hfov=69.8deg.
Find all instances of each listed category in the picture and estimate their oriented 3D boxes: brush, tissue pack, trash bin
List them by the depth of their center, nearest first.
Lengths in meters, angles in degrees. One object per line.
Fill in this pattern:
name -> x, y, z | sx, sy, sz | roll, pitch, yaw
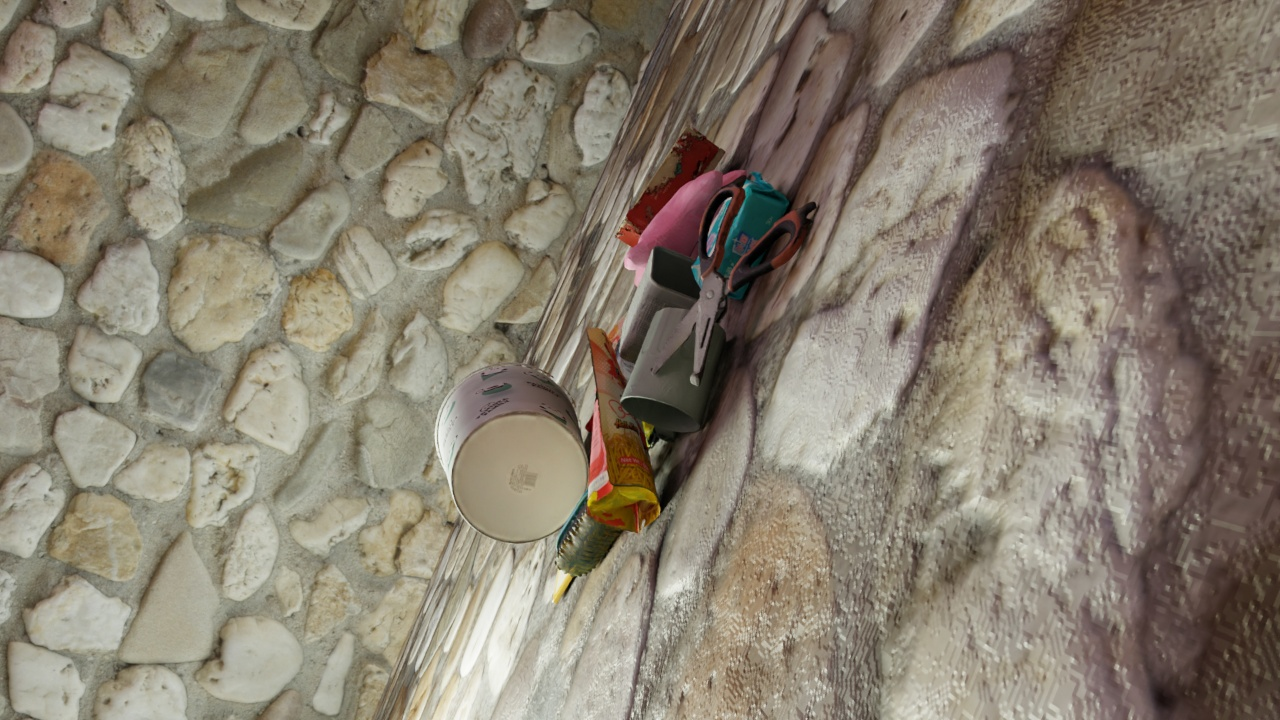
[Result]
tissue pack -> 0.104, -0.132, 0.966 | 0.093, 0.050, 0.133 | -105, 40, -73
brush -> -0.056, 0.186, 1.067 | 0.073, 0.055, 0.144 | -85, 20, -52
trash bin -> -0.183, 0.135, 1.321 | 0.229, 0.229, 0.252 | -66, 14, 4

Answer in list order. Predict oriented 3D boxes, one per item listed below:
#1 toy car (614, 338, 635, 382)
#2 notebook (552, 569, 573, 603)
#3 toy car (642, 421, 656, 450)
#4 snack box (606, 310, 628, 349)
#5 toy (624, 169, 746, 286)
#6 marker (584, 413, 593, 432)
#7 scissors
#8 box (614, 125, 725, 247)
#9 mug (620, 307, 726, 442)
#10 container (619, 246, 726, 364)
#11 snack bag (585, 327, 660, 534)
toy car -> -0.007, 0.007, 1.190 | 0.120, 0.054, 0.037 | -83, 18, -52
notebook -> -0.063, 0.197, 1.188 | 0.145, 0.010, 0.207 | -85, 21, -58
toy car -> -0.002, 0.079, 1.090 | 0.048, 0.032, 0.105 | -68, 13, -9
snack box -> -0.017, -0.029, 1.330 | 0.075, 0.025, 0.152 | -48, 16, 13
toy -> 0.061, -0.164, 1.125 | 0.194, 0.074, 0.178 | -46, -11, 3
marker -> -0.048, 0.055, 1.377 | 0.017, 0.017, 0.146 | -83, 19, -52
scissors -> 0.080, -0.082, 0.876 | 0.227, 0.015, 0.188 | -36, 48, 20
box -> 0.031, -0.226, 1.219 | 0.168, 0.078, 0.091 | -57, 6, -8
mug -> 0.037, 0.018, 0.945 | 0.124, 0.084, 0.103 | 76, -148, -67
container -> 0.033, -0.051, 1.046 | 0.090, 0.090, 0.115 | -83, 17, -55
snack bag -> -0.024, 0.075, 0.982 | 0.129, 0.073, 0.207 | 64, -166, -45
